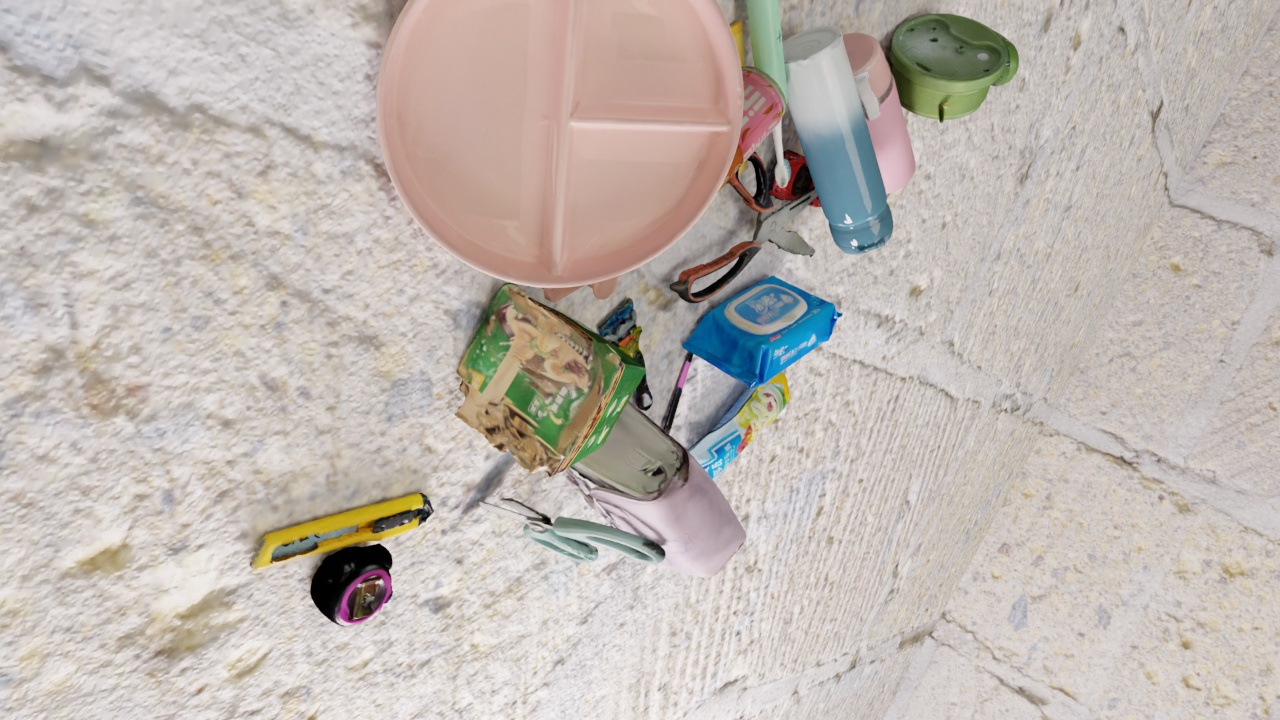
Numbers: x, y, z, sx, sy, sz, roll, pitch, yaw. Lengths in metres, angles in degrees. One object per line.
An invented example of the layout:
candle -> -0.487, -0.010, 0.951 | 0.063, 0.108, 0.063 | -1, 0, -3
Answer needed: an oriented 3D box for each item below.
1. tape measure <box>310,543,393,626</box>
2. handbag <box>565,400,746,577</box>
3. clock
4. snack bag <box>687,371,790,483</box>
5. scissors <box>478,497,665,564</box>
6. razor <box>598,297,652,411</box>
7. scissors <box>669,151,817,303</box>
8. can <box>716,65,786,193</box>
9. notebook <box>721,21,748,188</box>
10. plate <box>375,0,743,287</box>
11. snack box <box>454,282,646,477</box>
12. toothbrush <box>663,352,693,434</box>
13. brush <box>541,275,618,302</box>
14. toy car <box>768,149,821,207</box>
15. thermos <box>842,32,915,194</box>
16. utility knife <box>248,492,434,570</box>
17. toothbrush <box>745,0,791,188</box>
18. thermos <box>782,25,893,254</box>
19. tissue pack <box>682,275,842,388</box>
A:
tape measure -> -0.217, 0.171, 0.695 | 0.057, 0.039, 0.058 | -2, 117, -53
handbag -> 0.005, 0.119, 0.853 | 0.098, 0.145, 0.197 | -53, 146, -15
clock -> 0.328, -0.315, 0.965 | 0.161, 0.116, 0.056 | -38, 153, -24
snack bag -> 0.101, 0.091, 1.059 | 0.190, 0.039, 0.110 | -44, 156, -20
scissors -> -0.052, 0.155, 0.815 | 0.173, 0.179, 0.019 | 50, 50, -52
razor -> -0.005, 0.005, 0.861 | 0.042, 0.022, 0.143 | -42, 144, -21
scissors -> 0.111, -0.125, 0.882 | 0.222, 0.015, 0.189 | 27, 96, -51
can -> 0.054, -0.170, 0.745 | 0.147, 0.058, 0.058 | -50, 146, -15
notebook -> 0.021, -0.173, 0.765 | 0.205, 0.010, 0.146 | -40, 142, -27
plate -> -0.048, -0.154, 0.577 | 0.229, 0.028, 0.230 | -7, 124, -12
snack box -> -0.062, 0.015, 0.720 | 0.118, 0.118, 0.105 | -60, 159, 14
toothbrush -> 0.029, 0.077, 0.969 | 0.014, 0.018, 0.189 | -14, 125, -58
brush -> -0.050, -0.114, 0.660 | 0.063, 0.073, 0.146 | -34, 138, -33
toy car -> 0.165, -0.182, 0.930 | 0.106, 0.031, 0.049 | -1, 115, -51
thermos -> 0.235, -0.240, 0.929 | 0.067, 0.087, 0.198 | -22, 151, 14
utility knife -> -0.216, 0.128, 0.683 | 0.154, 0.015, 0.033 | -10, 121, -49
toothbrush -> 0.110, -0.247, 0.780 | 0.027, 0.026, 0.225 | -51, 140, -38
thermos -> 0.184, -0.197, 0.859 | 0.070, 0.070, 0.220 | -44, 128, -22
tissue pack -> 0.126, -0.033, 0.939 | 0.156, 0.095, 0.052 | -31, 137, -33
